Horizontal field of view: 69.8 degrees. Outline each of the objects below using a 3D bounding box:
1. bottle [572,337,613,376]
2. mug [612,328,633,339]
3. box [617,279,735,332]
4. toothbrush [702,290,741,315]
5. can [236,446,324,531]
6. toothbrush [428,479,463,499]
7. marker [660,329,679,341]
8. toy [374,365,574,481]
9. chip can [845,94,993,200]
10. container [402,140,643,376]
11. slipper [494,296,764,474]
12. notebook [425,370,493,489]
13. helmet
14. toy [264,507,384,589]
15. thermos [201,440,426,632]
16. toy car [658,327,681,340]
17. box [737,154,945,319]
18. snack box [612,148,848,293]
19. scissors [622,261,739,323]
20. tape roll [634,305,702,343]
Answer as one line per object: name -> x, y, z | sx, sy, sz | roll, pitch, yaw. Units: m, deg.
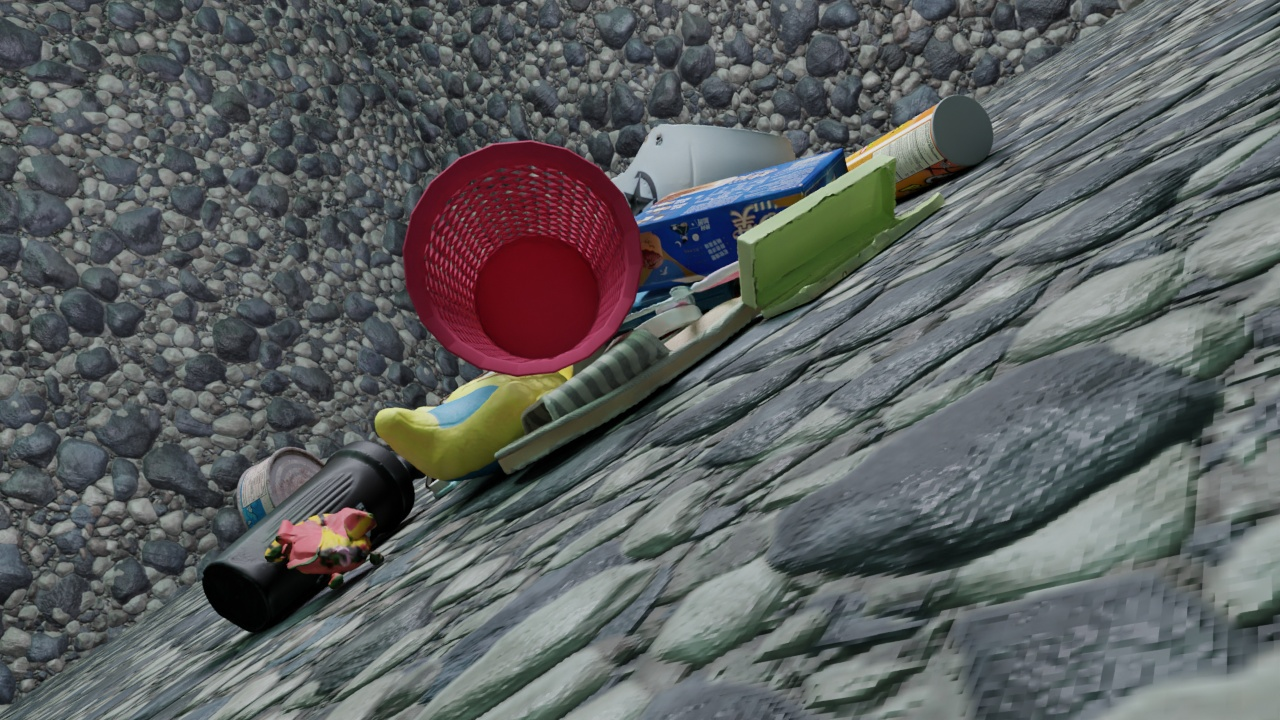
bottle -> -0.109, 0.038, 1.056 | 0.195, 0.052, 0.052 | -31, 5, 14
mug -> -0.043, -0.018, 1.148 | 0.114, 0.078, 0.087 | 1, 20, 25
box -> -0.005, -0.069, 1.013 | 0.232, 0.048, 0.176 | -16, 12, 14
toothbrush -> 0.139, -0.087, 0.990 | 0.189, 0.016, 0.016 | -33, 7, -27
can -> -0.378, 0.163, 1.011 | 0.044, 0.130, 0.129 | -31, 5, 12
toothbrush -> -0.141, 0.089, 0.963 | 0.180, 0.016, 0.016 | -33, 3, -22
marker -> -0.006, 0.006, 0.948 | 0.134, 0.017, 0.020 | -31, -14, 10
toy -> -0.138, 0.055, 0.856 | 0.149, 0.084, 0.213 | -10, 5, 7
chip can -> 0.295, -0.224, 1.037 | 0.075, 0.075, 0.215 | -33, 5, -19
container -> -0.097, -0.071, 0.821 | 0.183, 0.183, 0.226 | -32, -2, -5
slipper -> -0.007, 0.007, 0.757 | 0.271, 0.054, 0.115 | -32, -2, -29
notebook -> -0.177, 0.056, 1.116 | 0.208, 0.008, 0.142 | -37, -26, -47
helmet -> 0.083, -0.160, 1.140 | 0.236, 0.163, 0.265 | 4, -27, -25
toy -> -0.254, 0.147, 0.735 | 0.104, 0.046, 0.084 | 4, 30, 37
thermos -> -0.295, 0.152, 0.846 | 0.098, 0.098, 0.220 | -29, 10, 32
toy car -> 0.010, -0.021, 0.996 | 0.091, 0.036, 0.042 | -21, 9, 39
box -> 0.164, -0.102, 0.777 | 0.187, 0.090, 0.078 | -35, -25, -28
snack box -> 0.096, -0.140, 0.921 | 0.203, 0.069, 0.154 | -9, 21, 31
scissors -> 0.052, -0.063, 0.826 | 0.170, 0.013, 0.172 | -25, -2, 7
tape roll -> 0.019, -0.020, 0.872 | 0.093, 0.018, 0.094 | -26, -15, -8
